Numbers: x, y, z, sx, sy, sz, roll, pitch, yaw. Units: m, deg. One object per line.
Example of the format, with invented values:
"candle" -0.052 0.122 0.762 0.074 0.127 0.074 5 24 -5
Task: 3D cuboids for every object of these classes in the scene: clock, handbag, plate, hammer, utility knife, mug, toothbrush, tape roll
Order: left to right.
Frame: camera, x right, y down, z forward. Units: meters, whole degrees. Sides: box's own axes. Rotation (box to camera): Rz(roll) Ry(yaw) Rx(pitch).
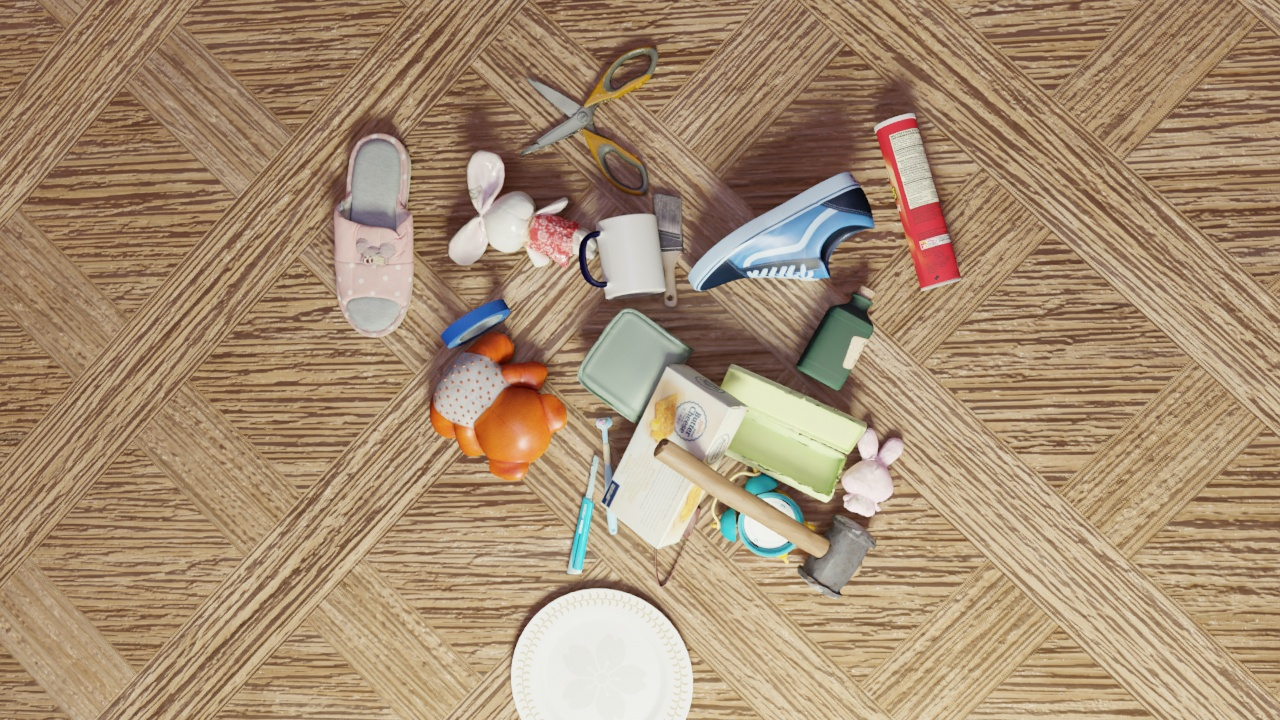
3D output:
"tape roll" -0.214 -0.048 1.193 0.093 0.091 0.016 -33 87 10
"utility knife" -0.074 0.205 1.220 0.022 0.015 0.162 10 90 36
"plate" -0.051 0.422 1.217 0.242 0.016 0.242 0 91 6
"toothbrush" -0.042 0.153 1.214 0.022 0.016 0.155 -5 90 -7
"mug" -0.027 -0.130 1.169 0.111 0.079 0.097 -8 89 -29
"handbag" -0.007 0.007 1.183 0.106 0.067 0.122 36 94 14
"handbag" 0.040 0.240 1.203 0.055 0.029 0.120 14 97 8
"clock" 0.155 0.201 1.181 0.129 0.043 0.099 36 94 -2
"hammer" 0.148 0.185 1.114 0.328 0.052 0.098 32 94 -21

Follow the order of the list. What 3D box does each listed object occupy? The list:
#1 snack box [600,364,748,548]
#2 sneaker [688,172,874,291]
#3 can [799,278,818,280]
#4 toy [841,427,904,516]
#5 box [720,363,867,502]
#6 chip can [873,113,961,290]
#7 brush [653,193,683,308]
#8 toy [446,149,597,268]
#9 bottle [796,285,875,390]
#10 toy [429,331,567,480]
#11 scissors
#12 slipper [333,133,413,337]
"snack box" 0.041 0.120 1.147 0.104 0.057 0.208 34 107 30
"sneaker" 0.174 -0.129 1.131 0.242 0.083 0.098 -29 77 20
"can" 0.217 -0.151 1.174 0.032 0.032 0.095 1 91 6
"toy" 0.292 0.143 1.163 0.063 0.047 0.110 22 84 -2
"box" 0.178 0.089 1.167 0.188 0.066 0.128 23 107 6
"chip can" 0.348 -0.197 1.151 0.052 0.051 0.214 -16 89 6
"brush" 0.037 -0.144 1.204 0.039 0.012 0.151 -1 90 6
"toy" -0.149 -0.176 1.193 0.194 0.084 0.159 16 111 3
"bottle" 0.254 -0.033 1.157 0.061 0.061 0.131 29 93 3
"toy" -0.183 0.065 1.198 0.172 0.093 0.164 39 92 17
"scissors" -0.052 -0.313 1.211 0.225 0.016 0.229 -33 87 6
"slipper" -0.357 -0.168 1.226 0.114 0.054 0.274 1 90 7
